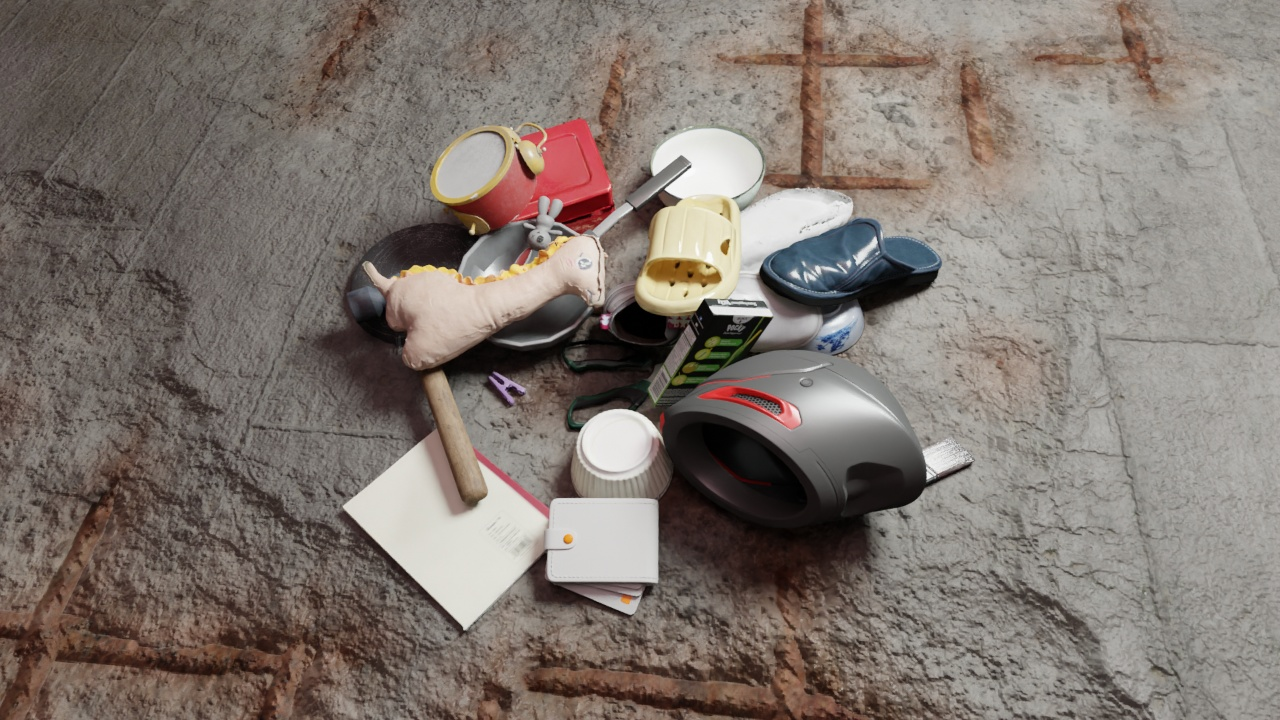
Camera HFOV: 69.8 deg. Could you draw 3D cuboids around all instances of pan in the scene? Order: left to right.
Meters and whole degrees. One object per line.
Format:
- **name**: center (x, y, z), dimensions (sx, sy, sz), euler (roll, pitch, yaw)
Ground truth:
- **pan**: center (-0.209, -0.099, 1.185), dimensions (0.357, 0.040, 0.207), euler (7, 55, 11)
- **pan**: center (-0.070, -0.145, 1.150), dimensions (0.356, 0.041, 0.178), euler (-41, 69, -14)

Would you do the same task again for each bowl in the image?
- **bowl**: center (-0.023, 0.104, 1.002), dimensions (0.115, 0.063, 0.115), euler (-2, 54, 3)
- **bowl**: center (0.090, -0.243, 1.241), dimensions (0.153, 0.073, 0.153), euler (-2, 55, 3)
- **bowl**: center (0.217, -0.063, 1.114), dimensions (0.114, 0.045, 0.114), euler (-2, 54, 3)

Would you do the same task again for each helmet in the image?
- **helmet**: center (0.168, 0.073, 0.946), dimensions (0.265, 0.164, 0.169), euler (22, 47, 31)

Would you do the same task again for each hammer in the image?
- **hammer**: center (-0.239, 0.024, 1.068), dimensions (0.129, 0.040, 0.321), euler (-20, 61, -11)

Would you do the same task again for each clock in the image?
- **clock**: center (-0.177, -0.231, 1.142), dimensions (0.158, 0.081, 0.117), euler (-48, 51, -4)

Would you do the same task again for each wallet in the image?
- **wallet**: center (-0.041, 0.202, 0.945), dimensions (0.118, 0.037, 0.115), euler (-1, 69, 3)

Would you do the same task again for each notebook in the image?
- **notebook**: center (-0.203, 0.172, 1.000), dimensions (0.209, 0.012, 0.152), euler (35, 63, 26)

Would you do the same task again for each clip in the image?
- **clip**: center (-0.163, 0.036, 1.096), dimensions (0.052, 0.014, 0.042), euler (13, 58, 10)

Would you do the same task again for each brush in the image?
- **brush**: center (0.288, 0.124, 0.992), dimensions (0.151, 0.012, 0.039), euler (-23, 55, -11)

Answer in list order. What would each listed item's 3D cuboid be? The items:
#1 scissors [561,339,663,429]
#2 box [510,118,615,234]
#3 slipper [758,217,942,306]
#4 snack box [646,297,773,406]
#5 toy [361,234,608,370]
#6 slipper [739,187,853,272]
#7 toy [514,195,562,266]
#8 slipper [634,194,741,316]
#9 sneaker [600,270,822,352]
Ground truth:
- **scissors**: center (-0.004, 0.002, 1.106), dimensions (0.209, 0.015, 0.142), euler (-19, 53, -9)
- **box**: center (-0.122, -0.234, 1.232), dimensions (0.157, 0.112, 0.134), euler (-18, 59, -8)
- **slipper**: center (0.260, -0.134, 1.091), dimensions (0.265, 0.084, 0.109), euler (-11, 43, -27)
- **snack box**: center (0.075, -0.006, 1.009), dimensions (0.080, 0.148, 0.025), euler (0, 48, -32)
- **toy**: center (-0.175, -0.095, 1.064), dimensions (0.264, 0.065, 0.196), euler (-31, 77, -3)
- **slipper**: center (0.174, -0.157, 1.168), dimensions (0.246, 0.075, 0.112), euler (-29, 56, -25)
- **toy**: center (-0.123, -0.146, 1.113), dimensions (0.049, 0.030, 0.111), euler (14, 77, 6)
- **slipper**: center (0.064, -0.144, 1.050), dimensions (0.111, 0.079, 0.260), euler (6, 36, 11)
- **sneaker**: center (0.078, -0.050, 1.056), dimensions (0.263, 0.097, 0.128), euler (2, 12, 8)
